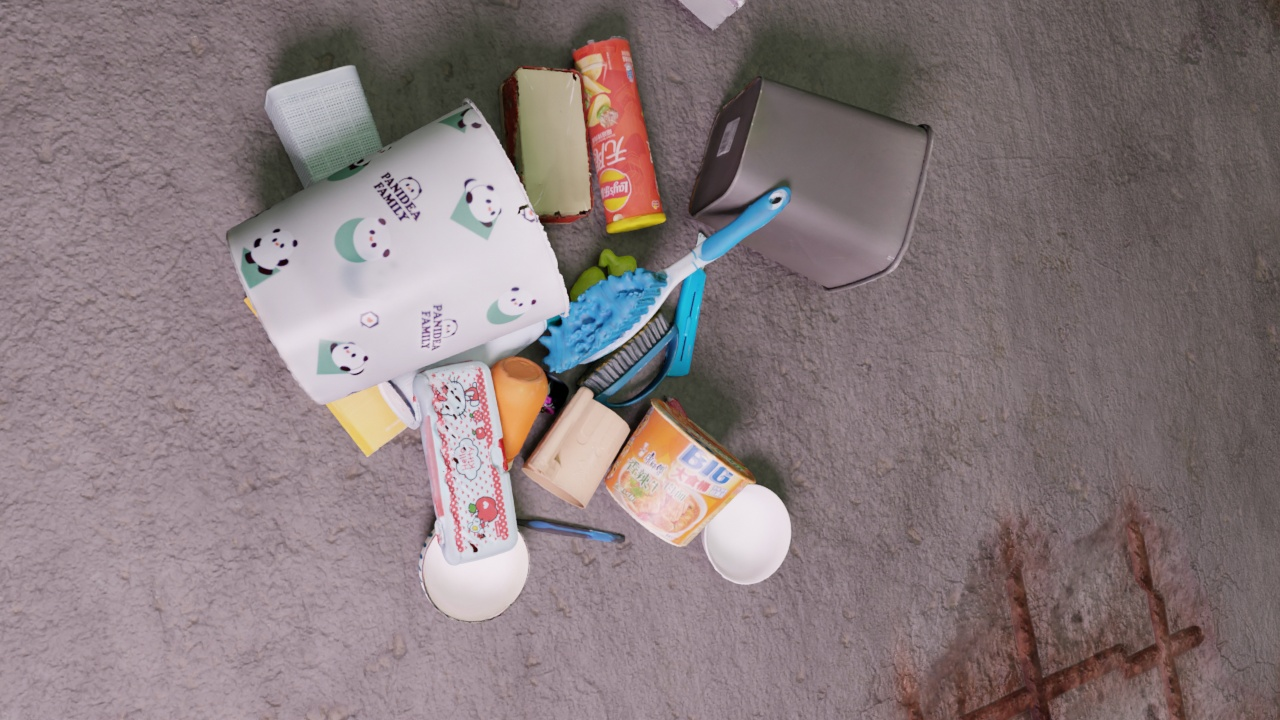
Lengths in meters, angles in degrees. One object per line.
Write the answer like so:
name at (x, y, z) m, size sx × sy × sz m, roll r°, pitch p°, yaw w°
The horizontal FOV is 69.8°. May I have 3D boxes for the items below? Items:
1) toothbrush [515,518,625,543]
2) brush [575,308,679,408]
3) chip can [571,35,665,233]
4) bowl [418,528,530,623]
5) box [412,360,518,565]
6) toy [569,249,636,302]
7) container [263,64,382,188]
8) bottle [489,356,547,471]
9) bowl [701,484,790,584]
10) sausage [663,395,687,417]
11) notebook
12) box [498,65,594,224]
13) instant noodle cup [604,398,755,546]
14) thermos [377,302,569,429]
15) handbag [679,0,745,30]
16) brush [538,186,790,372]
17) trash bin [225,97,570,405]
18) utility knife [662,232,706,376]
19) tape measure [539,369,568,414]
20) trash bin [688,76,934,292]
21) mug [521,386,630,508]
toothbrush at (-0.103, 0.192, 1.055) m, size 0.189 × 0.016 × 0.014 m, roll 15°, pitch 73°, yaw -25°
brush at (-0.006, 0.006, 1.077) m, size 0.143 × 0.055 × 0.073 m, roll -43°, pitch 103°, yaw -19°
chip can at (-0.025, -0.260, 1.071) m, size 0.073 × 0.073 × 0.216 m, roll -12°, pitch 92°, yaw -23°
bowl at (-0.184, 0.218, 0.988) m, size 0.116 × 0.066 × 0.116 m, roll 1°, pitch 87°, yaw -24°
box at (-0.177, 0.103, 0.922) m, size 0.086 × 0.048 × 0.201 m, roll -13°, pitch 98°, yaw -31°
toy at (-0.044, -0.080, 1.077) m, size 0.100 × 0.031 × 0.097 m, roll -18°, pitch 103°, yaw -25°
container at (-0.316, -0.227, 0.937) m, size 0.089 × 0.090 × 0.111 m, roll -25°, pitch 101°, yaw -22°
bottle at (-0.146, 0.069, 0.990) m, size 0.066 × 0.066 × 0.150 m, roll 7°, pitch 122°, yaw -23°
bowl at (0.117, 0.207, 1.118) m, size 0.118 × 0.065 × 0.118 m, roll 1°, pitch 88°, yaw -22°
sausage at (0.069, 0.108, 1.126) m, size 0.020 × 0.020 × 0.156 m, roll -35°, pitch 101°, yaw -21°
notebook at (-0.295, -0.022, 0.979) m, size 0.145 × 0.010 × 0.206 m, roll -39°, pitch 103°, yaw -21°
box at (-0.106, -0.241, 1.032) m, size 0.091 × 0.077 × 0.168 m, roll -5°, pitch 89°, yaw -24°
instant noodle cup at (0.038, 0.131, 1.041) m, size 0.151 × 0.151 × 0.111 m, roll 37°, pitch 95°, yaw -18°
thermos at (-0.173, -0.016, 0.993) m, size 0.223 × 0.073 × 0.073 m, roll -38°, pitch 103°, yaw -26°
handbag at (0.063, -0.522, 1.103) m, size 0.197 × 0.098 × 0.144 m, roll 38°, pitch 76°, yaw -16°
brush at (0.027, -0.092, 1.003) m, size 0.315 × 0.109 × 0.060 m, roll -39°, pitch 75°, yaw 20°
trash bin at (-0.229, -0.092, 0.877) m, size 0.251 × 0.230 × 0.229 m, roll -27°, pitch 99°, yaw -11°
utility knife at (0.060, -0.068, 1.129) m, size 0.034 × 0.018 × 0.185 m, roll 15°, pitch 81°, yaw -21°
tape measure at (-0.112, 0.035, 1.030) m, size 0.058 × 0.057 × 0.039 m, roll 31°, pitch 74°, yaw -2°
trash bin at (0.196, -0.217, 1.107) m, size 0.219 × 0.199 × 0.198 m, roll 20°, pitch 79°, yaw -15°
mug at (-0.074, 0.093, 1.014) m, size 0.084 × 0.125 × 0.103 m, roll 26°, pitch 72°, yaw 20°
